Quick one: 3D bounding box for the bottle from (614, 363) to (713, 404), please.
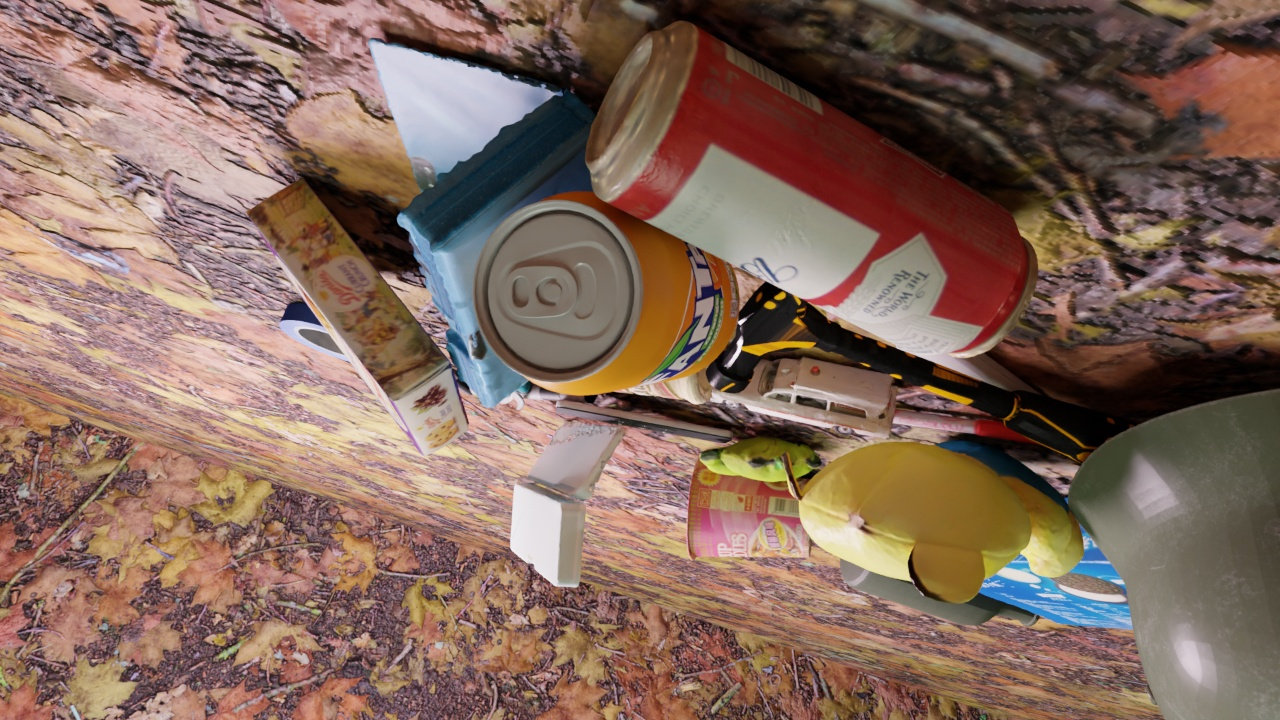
[{"bbox_3d":[-0.004,0.004,0.613,0.109,0.044,0.044,6,159,28],"label":"bottle"}]

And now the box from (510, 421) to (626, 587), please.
[{"bbox_3d":[-0.072,0.116,0.793,0.049,0.136,0.197,23,171,-17],"label":"box"}]

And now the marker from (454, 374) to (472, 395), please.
[{"bbox_3d":[-0.191,-0.001,0.806,0.011,0.011,0.152,6,159,29],"label":"marker"}]

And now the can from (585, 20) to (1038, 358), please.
[{"bbox_3d":[0.065,-0.058,0.341,0.170,0.067,0.067,23,160,-20],"label":"can"}]

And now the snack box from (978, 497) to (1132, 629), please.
[{"bbox_3d":[0.366,0.171,0.749,0.195,0.056,0.239,23,161,-18],"label":"snack box"}]

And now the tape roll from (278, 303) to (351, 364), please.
[{"bbox_3d":[-0.267,-0.022,0.802,0.091,0.016,0.093,28,158,-30],"label":"tape roll"}]

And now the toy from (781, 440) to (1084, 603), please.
[{"bbox_3d":[0.182,0.090,0.568,0.149,0.084,0.213,6,178,44],"label":"toy"}]

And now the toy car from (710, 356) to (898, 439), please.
[{"bbox_3d":[0.102,0.016,0.572,0.113,0.039,0.039,13,141,12],"label":"toy car"}]

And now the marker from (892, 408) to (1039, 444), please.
[{"bbox_3d":[0.203,0.040,0.589,0.142,0.012,0.013,7,159,27],"label":"marker"}]

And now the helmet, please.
[{"bbox_3d":[0.344,0.139,0.451,0.227,0.153,0.268,-10,147,29],"label":"helmet"}]

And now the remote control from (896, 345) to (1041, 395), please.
[{"bbox_3d":[0.196,0.015,0.518,0.131,0.012,0.033,29,158,-30],"label":"remote control"}]

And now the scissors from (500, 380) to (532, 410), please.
[{"bbox_3d":[-0.114,0.004,0.732,0.128,0.019,0.153,-8,145,43],"label":"scissors"}]

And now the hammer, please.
[{"bbox_3d":[0.199,0.023,0.487,0.320,0.036,0.124,19,141,-16],"label":"hammer"}]

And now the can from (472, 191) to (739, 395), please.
[{"bbox_3d":[-0.009,-0.027,0.399,0.079,0.079,0.142,10,-175,18],"label":"can"}]

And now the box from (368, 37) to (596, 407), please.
[{"bbox_3d":[-0.085,-0.065,0.470,0.102,0.094,0.232,44,165,10],"label":"box"}]

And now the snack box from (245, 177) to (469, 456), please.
[{"bbox_3d":[-0.171,-0.020,0.577,0.148,0.040,0.144,50,164,11],"label":"snack box"}]

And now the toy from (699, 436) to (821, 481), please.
[{"bbox_3d":[0.096,0.081,0.754,0.094,0.036,0.093,2,172,-3],"label":"toy"}]

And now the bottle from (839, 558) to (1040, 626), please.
[{"bbox_3d":[0.306,0.222,0.923,0.206,0.071,0.072,20,161,-11],"label":"bottle"}]

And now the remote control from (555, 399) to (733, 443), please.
[{"bbox_3d":[0.002,0.051,0.761,0.146,0.008,0.045,11,170,-3],"label":"remote control"}]

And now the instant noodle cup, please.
[{"bbox_3d":[0.104,0.140,0.842,0.109,0.097,0.098,4,159,14],"label":"instant noodle cup"}]

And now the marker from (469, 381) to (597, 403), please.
[{"bbox_3d":[-0.096,0.026,0.793,0.141,0.016,0.016,2,157,38],"label":"marker"}]
